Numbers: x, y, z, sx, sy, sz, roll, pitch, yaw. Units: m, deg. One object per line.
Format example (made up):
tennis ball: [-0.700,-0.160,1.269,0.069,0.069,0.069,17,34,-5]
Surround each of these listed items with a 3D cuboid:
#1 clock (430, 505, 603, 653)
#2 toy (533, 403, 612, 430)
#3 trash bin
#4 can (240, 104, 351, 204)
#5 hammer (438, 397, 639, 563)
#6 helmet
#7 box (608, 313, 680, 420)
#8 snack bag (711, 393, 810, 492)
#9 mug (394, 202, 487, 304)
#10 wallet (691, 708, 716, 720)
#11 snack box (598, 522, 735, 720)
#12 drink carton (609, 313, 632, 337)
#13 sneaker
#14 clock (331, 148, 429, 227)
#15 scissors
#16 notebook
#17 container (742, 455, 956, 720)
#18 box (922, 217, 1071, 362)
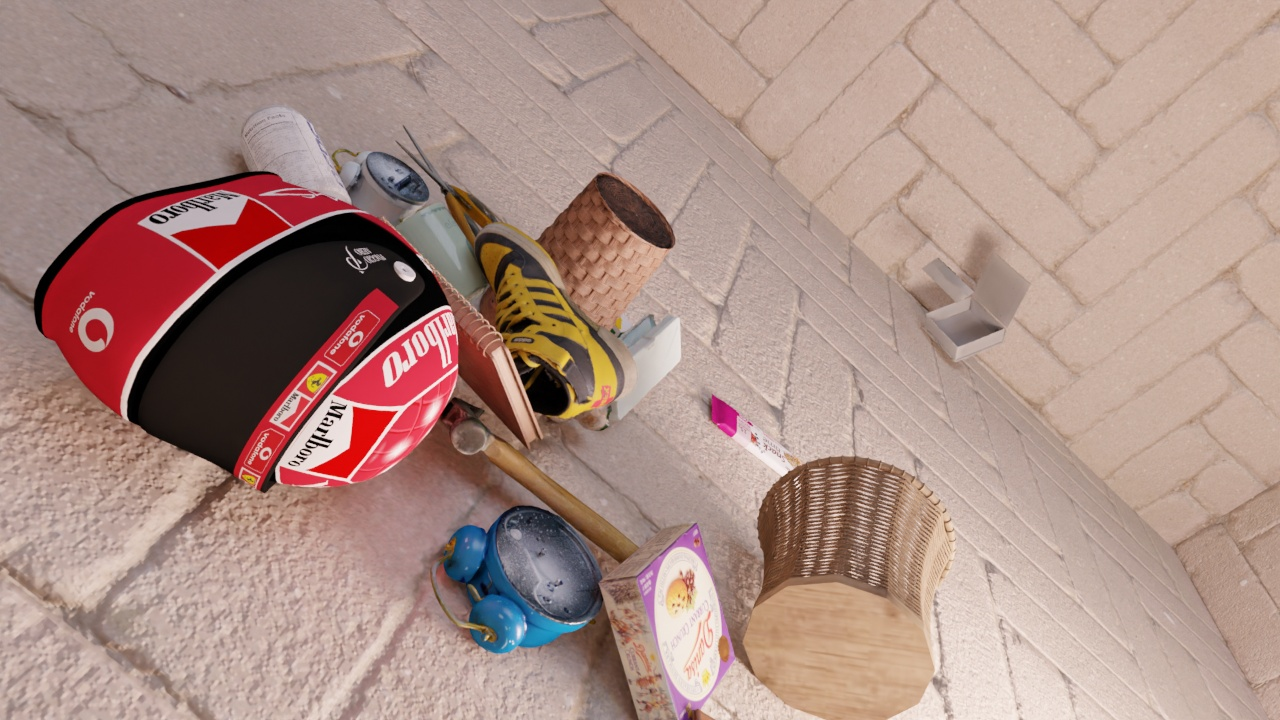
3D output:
clock: [-0.104,0.185,0.773,0.161,0.060,0.116,10,43,-49]
toy: [-0.076,0.044,1.009,0.106,0.074,0.085,34,26,-10]
trash bin: [-0.067,-0.097,1.078,0.151,0.211,0.151,35,28,-22]
can: [-0.354,-0.191,0.938,0.078,0.078,0.136,7,45,-53]
hammer: [-0.063,0.147,0.890,0.330,0.033,0.132,43,-6,-21]
helmet: [-0.250,-0.012,0.677,0.224,0.198,0.270,40,19,-2]
box: [-0.003,0.006,1.140,0.085,0.071,0.198,59,34,-9]
snack bag: [0.178,0.123,1.348,0.196,0.016,0.070,38,27,-16]
mug: [-0.223,-0.107,1.023,0.104,0.084,0.111,54,-4,-4]
wallet: [0.083,0.362,0.798,0.121,0.013,0.087,44,28,-39]
snack box: [0.028,0.242,0.840,0.143,0.041,0.148,-23,98,-63]
drink carton: [-0.068,-0.065,1.207,0.122,0.058,0.041,53,26,16]
sneaker: [-0.118,-0.037,0.936,0.238,0.086,0.121,46,37,11]
clock: [-0.303,-0.206,1.063,0.117,0.057,0.083,40,26,-10]
scissors: [-0.225,-0.191,1.135,0.225,0.016,0.226,41,18,-56]
notebook: [-0.175,-0.028,0.855,0.210,0.022,0.169,42,-20,29]
container: [0.224,0.250,0.998,0.227,0.227,0.195,42,32,-6]
box: [1.010,-0.178,2.597,0.149,0.413,0.166,26,25,-43]
